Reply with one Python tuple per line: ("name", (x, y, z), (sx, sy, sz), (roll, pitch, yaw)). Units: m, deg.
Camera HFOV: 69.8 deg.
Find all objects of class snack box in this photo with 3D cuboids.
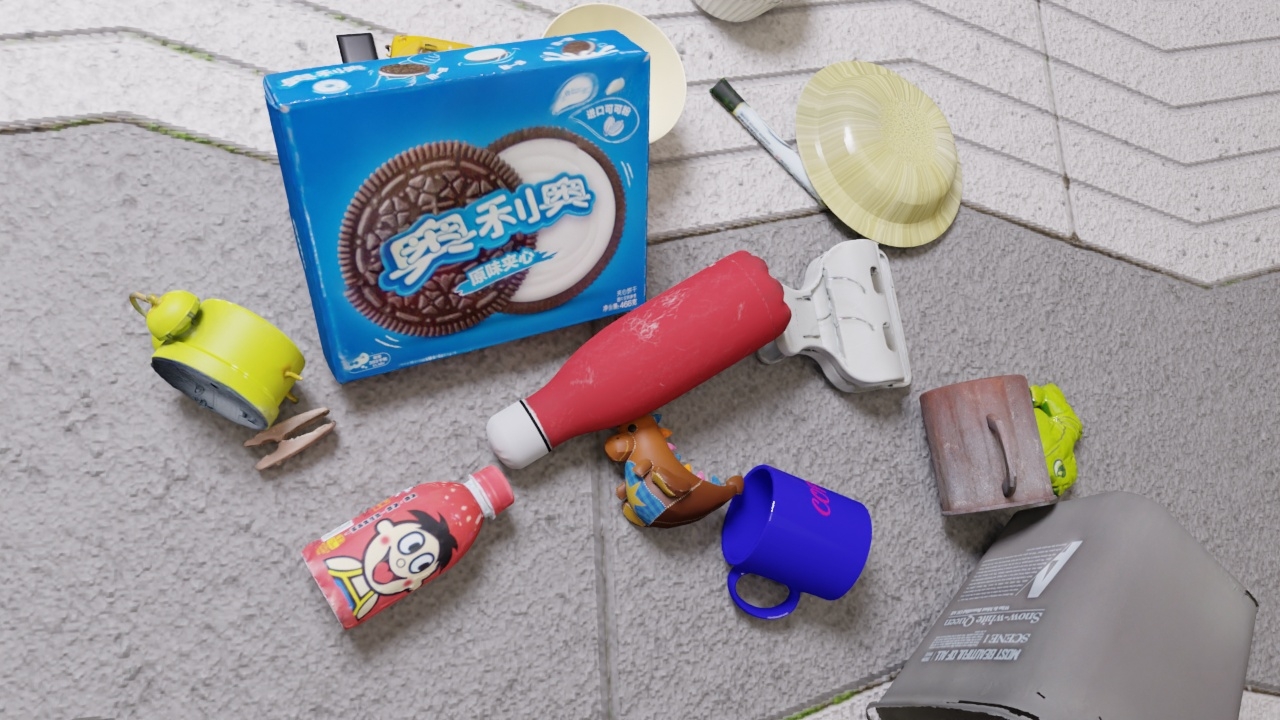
("snack box", (-0.108, -0.105, 0.618), (0.238, 0.196, 0.056), (-15, 39, -21))

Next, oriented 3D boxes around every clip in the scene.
("clip", (-0.234, 0.055, 0.619), (0.061, 0.026, 0.049), (7, 77, -16))
("clip", (0.166, -0.037, 0.756), (0.150, 0.089, 0.125), (-3, 76, -30))

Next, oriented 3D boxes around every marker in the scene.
("marker", (0.117, -0.189, 0.800), (0.146, 0.017, 0.017), (44, 68, -6))

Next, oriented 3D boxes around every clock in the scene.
("clock", (-0.274, -0.004, 0.586), (0.119, 0.083, 0.057), (33, 64, -13))

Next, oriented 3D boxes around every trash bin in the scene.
("trash bin", (0.331, 0.236, 0.694), (0.197, 0.198, 0.219), (44, 62, -4))

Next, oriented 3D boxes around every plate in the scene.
("plate", (0.227, -0.194, 0.819), (0.184, 0.036, 0.184), (7, 72, -23))

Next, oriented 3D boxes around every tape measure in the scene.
("tape measure", (-0.162, -0.217, 0.701), (0.068, 0.030, 0.058), (5, 74, -18))

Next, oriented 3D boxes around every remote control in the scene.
("remote control", (-0.202, -0.192, 0.691), (0.028, 0.012, 0.124), (-13, 83, -21))

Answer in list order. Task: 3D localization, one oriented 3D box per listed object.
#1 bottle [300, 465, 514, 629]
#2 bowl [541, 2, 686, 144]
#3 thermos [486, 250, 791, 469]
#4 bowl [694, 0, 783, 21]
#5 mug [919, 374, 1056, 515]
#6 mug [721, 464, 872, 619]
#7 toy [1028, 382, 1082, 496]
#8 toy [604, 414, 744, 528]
("bottle", (-0.150, 0.117, 0.614), (0.137, 0.062, 0.062), (-30, 89, -22))
("bowl", (-0.032, -0.206, 0.720), (0.118, 0.074, 0.118), (4, 77, -19))
("thermos", (-0.004, 0.004, 0.676), (0.239, 0.073, 0.073), (-30, 89, -10))
("bowl", (0.085, -0.349, 0.799), (0.115, 0.063, 0.115), (4, 77, -18))
("mug", (0.283, 0.068, 0.747), (0.096, 0.123, 0.110), (-15, 79, 4))
("mug", (0.110, 0.144, 0.696), (0.083, 0.079, 0.111), (23, 96, -14))
("toy", (0.366, 0.068, 0.821), (0.093, 0.036, 0.094), (-27, 86, -28))
("toy", (0.027, 0.078, 0.692), (0.102, 0.071, 0.090), (-9, 62, -30))
